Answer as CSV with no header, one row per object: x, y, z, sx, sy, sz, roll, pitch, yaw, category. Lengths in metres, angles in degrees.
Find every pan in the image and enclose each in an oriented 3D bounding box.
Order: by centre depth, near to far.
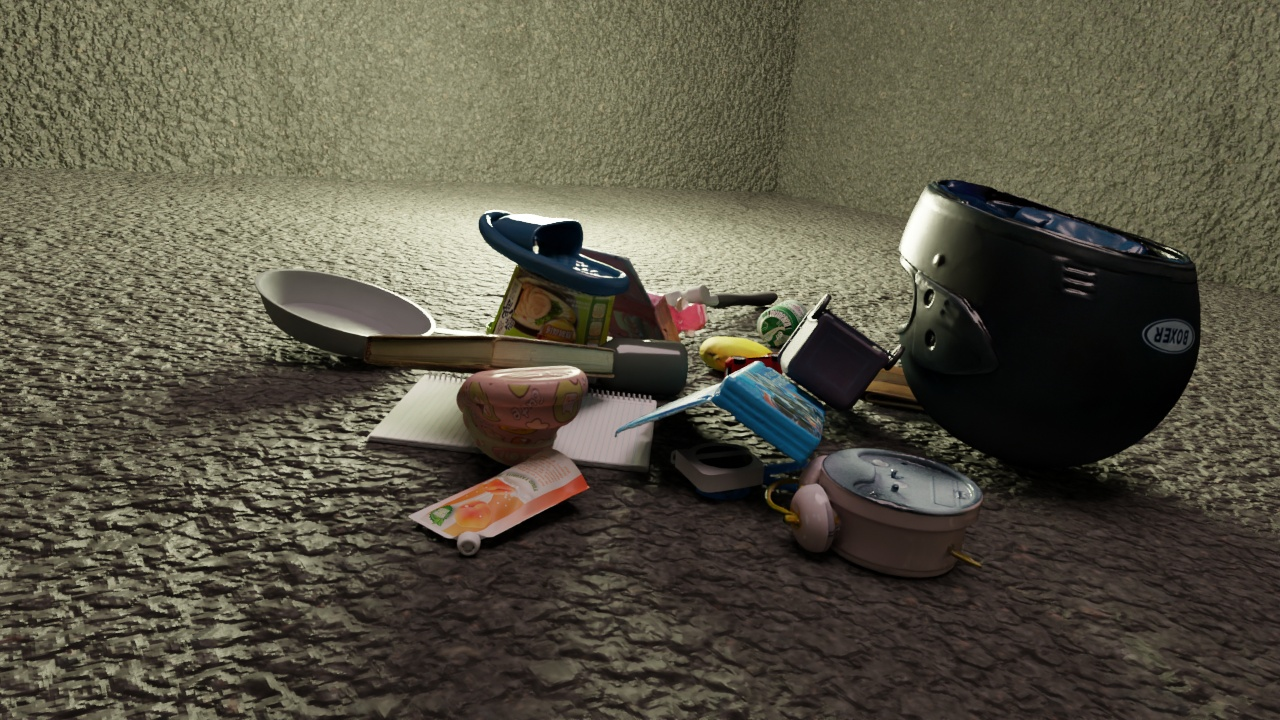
-0.263,-0.036,1.067,0.356,0.051,0.200,16,16,-15,pan

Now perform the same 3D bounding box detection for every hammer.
0.118,-0.090,1.388,0.125,0.029,0.310,-10,-2,36,hammer

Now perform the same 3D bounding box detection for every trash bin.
0.203,-0.007,0.973,0.094,0.092,0.160,35,7,3,trash bin

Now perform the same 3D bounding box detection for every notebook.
-0.110,0.054,0.876,0.245,0.013,0.177,6,17,2,notebook
-0.152,-0.003,0.888,0.190,0.034,0.215,0,-3,29,notebook

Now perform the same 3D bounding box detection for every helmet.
0.372,-0.028,0.909,0.248,0.236,0.316,1,24,-27,helmet

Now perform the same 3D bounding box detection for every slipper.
-0.106,0.049,0.767,0.093,0.081,0.198,-2,-4,-22,slipper
-0.099,-0.128,1.017,0.214,0.059,0.103,32,24,34,slipper

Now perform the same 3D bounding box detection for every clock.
0.173,0.111,0.693,0.158,0.059,0.116,9,15,13,clock

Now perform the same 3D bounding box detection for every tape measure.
0.066,0.088,0.770,0.065,0.017,0.064,-4,18,-22,tape measure

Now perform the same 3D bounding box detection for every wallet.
0.318,0.035,1.072,0.121,0.027,0.098,11,19,12,wallet

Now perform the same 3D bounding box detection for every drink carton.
-0.103,0.104,0.676,0.069,0.039,0.122,17,26,37,drink carton

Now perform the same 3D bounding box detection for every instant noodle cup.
-0.097,-0.053,1.052,0.146,0.098,0.146,16,17,-5,instant noodle cup

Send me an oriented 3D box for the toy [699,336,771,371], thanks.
0.118,-0.007,1.119,0.095,0.041,0.094,20,16,41,toy

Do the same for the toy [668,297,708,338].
0.041,-0.047,1.228,0.102,0.050,0.065,-12,50,3,toy

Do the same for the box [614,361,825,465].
0.086,0.034,0.837,0.170,0.071,0.243,8,4,12,box

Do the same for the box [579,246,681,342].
-0.067,-0.096,1.156,0.233,0.179,0.039,19,59,35,box

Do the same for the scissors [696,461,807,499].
0.093,0.099,0.799,0.125,0.015,0.127,-5,22,-31,scissors

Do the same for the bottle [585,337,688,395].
-0.006,0.006,0.994,0.108,0.060,0.060,3,16,-8,bottle

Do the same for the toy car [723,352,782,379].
0.131,0.012,1.058,0.089,0.038,0.025,-4,16,-31,toy car

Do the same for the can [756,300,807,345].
0.201,-0.053,1.285,0.053,0.053,0.101,13,18,24,can
